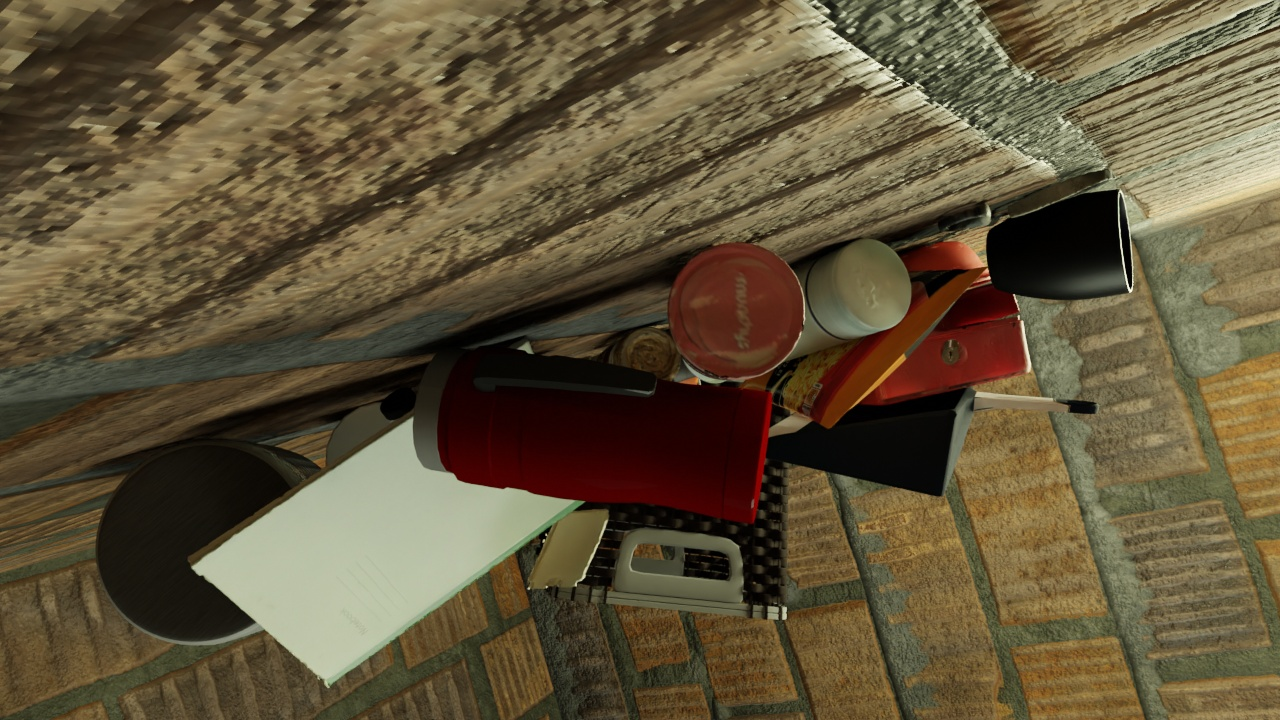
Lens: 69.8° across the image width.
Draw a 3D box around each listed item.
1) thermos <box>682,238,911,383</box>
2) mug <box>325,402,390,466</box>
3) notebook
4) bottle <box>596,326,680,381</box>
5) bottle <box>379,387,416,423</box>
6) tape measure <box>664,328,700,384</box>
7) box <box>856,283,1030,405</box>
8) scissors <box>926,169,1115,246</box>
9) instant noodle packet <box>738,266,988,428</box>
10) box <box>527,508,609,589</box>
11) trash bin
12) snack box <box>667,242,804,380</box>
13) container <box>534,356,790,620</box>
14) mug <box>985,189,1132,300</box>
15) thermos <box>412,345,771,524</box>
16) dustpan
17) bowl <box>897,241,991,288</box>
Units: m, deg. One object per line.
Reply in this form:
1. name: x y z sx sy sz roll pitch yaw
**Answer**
1. thermos: 0.112 -0.032 0.725 0.067 0.068 0.231 -15 176 -28
2. mug: -0.211 0.097 0.799 0.091 0.121 0.090 -35 180 -11
3. notebook: -0.156 0.114 0.656 0.252 0.010 0.182 -34 137 -14
4. bottle: -0.005 0.005 0.833 0.056 0.056 0.105 -16 176 -16
5. bottle: -0.158 0.083 0.737 0.043 0.144 0.043 -20 -147 13
6. tape measure: 0.038 -0.004 0.889 0.038 0.059 0.058 -17 -144 -10
7. box: 0.260 -0.011 0.859 0.157 0.087 0.129 -15 -178 -10
8. scissors: 0.266 -0.108 0.679 0.157 0.012 0.172 -12 174 -43
9. instant noodle packet: 0.164 -0.018 0.744 0.159 0.032 0.221 -45 -169 -5
10. box: -0.086 0.101 0.825 0.144 0.187 0.104 -11 177 42
11. trash bin: -0.317 0.138 0.716 0.156 0.156 0.183 -16 174 -14
12. snack box: 0.052 -0.024 0.532 0.072 0.072 0.121 -17 178 2
13. container: 0.025 0.142 1.037 0.247 0.243 0.246 8 171 -11
14. mug: 0.347 -0.100 0.761 0.100 0.085 0.118 -6 -147 33
15. thermos: -0.028 0.036 0.532 0.199 0.083 0.108 8 148 11
16. dustpan: 0.250 0.051 0.817 0.273 0.080 0.235 11 -171 22
17. bowl: 0.256 -0.077 0.840 0.130 0.045 0.130 -16 177 -1
